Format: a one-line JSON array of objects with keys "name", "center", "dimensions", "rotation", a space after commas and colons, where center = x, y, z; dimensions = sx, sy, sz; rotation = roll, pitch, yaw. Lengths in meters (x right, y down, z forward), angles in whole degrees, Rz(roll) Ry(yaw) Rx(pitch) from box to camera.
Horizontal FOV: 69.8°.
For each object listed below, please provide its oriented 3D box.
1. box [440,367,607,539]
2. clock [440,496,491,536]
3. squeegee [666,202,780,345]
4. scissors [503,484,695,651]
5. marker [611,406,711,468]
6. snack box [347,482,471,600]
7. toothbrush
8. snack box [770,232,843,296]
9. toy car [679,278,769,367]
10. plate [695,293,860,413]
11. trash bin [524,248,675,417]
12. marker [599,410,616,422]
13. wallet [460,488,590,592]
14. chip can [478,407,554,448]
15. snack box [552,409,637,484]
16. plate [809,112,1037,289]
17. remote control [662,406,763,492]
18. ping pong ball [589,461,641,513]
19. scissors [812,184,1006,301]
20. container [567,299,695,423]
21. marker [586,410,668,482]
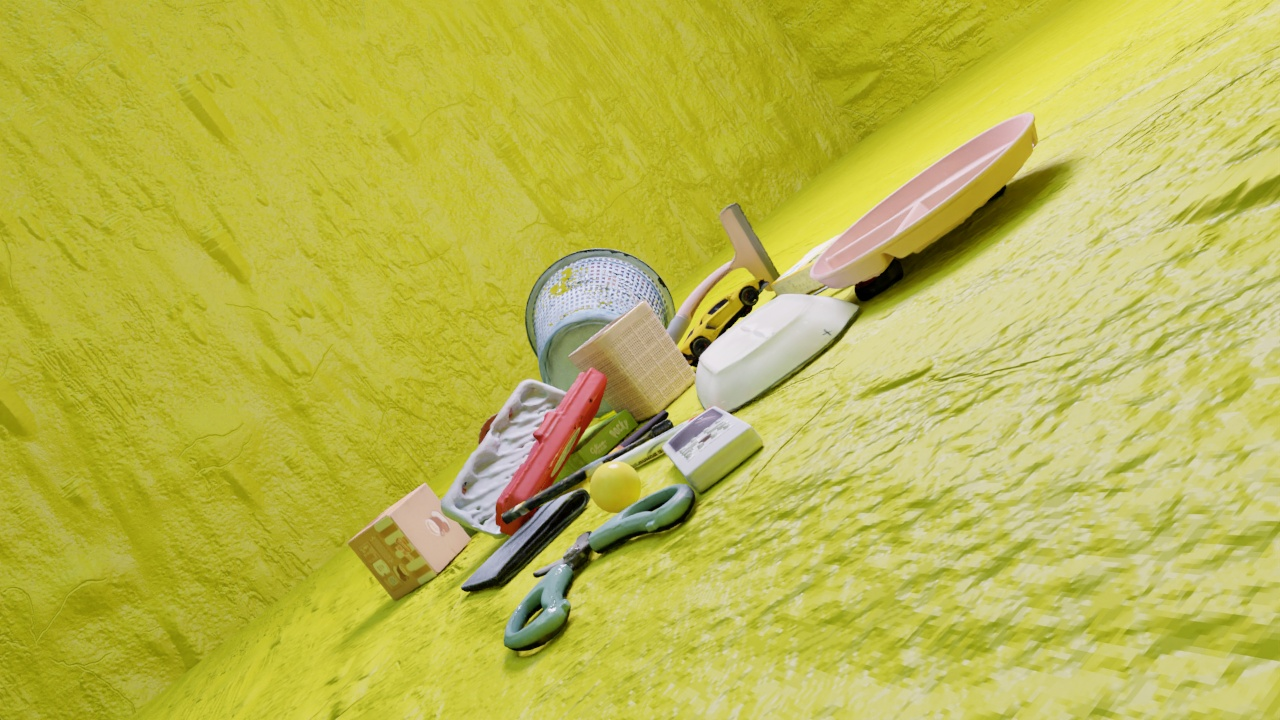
[{"name": "box", "center": [-0.125, 0.086, 0.977], "dimensions": [0.200, 0.100, 0.102], "rotation": [-60, -8, -38]}, {"name": "clock", "center": [-0.204, 0.176, 1.205], "dimensions": [0.162, 0.056, 0.115], "rotation": [-33, 7, 33]}, {"name": "squeegee", "center": [0.064, -0.056, 1.151], "dimensions": [0.249, 0.040, 0.247], "rotation": [-50, -28, -1]}, {"name": "scissors", "center": [-0.024, 0.128, 0.621], "dimensions": [0.181, 0.019, 0.170], "rotation": [-37, 4, 9]}, {"name": "marker", "center": [0.018, 0.075, 0.816], "dimensions": [0.146, 0.017, 0.017], "rotation": [-33, 7, 42]}, {"name": "snack box", "center": [-0.280, 0.220, 1.115], "dimensions": [0.095, 0.093, 0.076], "rotation": [-34, 6, 34]}, {"name": "toothbrush", "center": [-0.049, 0.104, 0.871], "dimensions": [0.185, 0.012, 0.017], "rotation": [-29, -13, -6]}, {"name": "snack box", "center": [0.221, -0.117, 1.068], "dimensions": [0.086, 0.034, 0.141], "rotation": [-39, 4, -25]}, {"name": "toy car", "center": [0.095, -0.046, 1.111], "dimensions": [0.155, 0.041, 0.071], "rotation": [-45, -4, -9]}, {"name": "plate", "center": [0.115, -0.017, 0.870], "dimensions": [0.162, 0.034, 0.265], "rotation": [-37, 5, 3]}, {"name": "trash bin", "center": [-0.060, -0.025, 1.289], "dimensions": [0.227, 0.226, 0.194], "rotation": [-36, 17, 13]}, {"name": "marker", "center": [-0.013, 0.060, 1.168], "dimensions": [0.124, 0.015, 0.018], "rotation": [-30, 12, 45]}, {"name": "wallet", "center": [-0.106, 0.167, 0.843], "dimensions": [0.120, 0.019, 0.097], "rotation": [-42, 5, -33]}, {"name": "chip can", "center": [-0.136, 0.093, 1.196], "dimensions": [0.072, 0.072, 0.236], "rotation": [-36, -5, 9]}, {"name": "snack box", "center": [-0.074, 0.109, 1.083], "dimensions": [0.085, 0.026, 0.157], "rotation": [-41, 6, -37]}, {"name": "plate", "center": [0.251, -0.136, 0.817], "dimensions": [0.229, 0.028, 0.229], "rotation": [-39, 6, 5]}, {"name": "remote control", "center": [0.049, 0.062, 0.684], "dimensions": [0.058, 0.021, 0.150], "rotation": [-37, 6, -3]}, {"name": "ping pong ball", "center": [-0.019, 0.099, 0.714], "dimensions": [0.040, 0.040, 0.040], "rotation": [-37, 5, 4]}, {"name": "scissors", "center": [0.248, -0.112, 0.883], "dimensions": [0.221, 0.021, 0.233], "rotation": [-35, 6, 25]}, {"name": "container", "center": [-0.006, 0.006, 1.061], "dimensions": [0.090, 0.111, 0.090], "rotation": [-40, 6, -32]}, {"name": "marker", "center": [-0.010, 0.086, 0.920], "dimensions": [0.123, 0.015, 0.018], "rotation": [-38, -27, -38]}]
